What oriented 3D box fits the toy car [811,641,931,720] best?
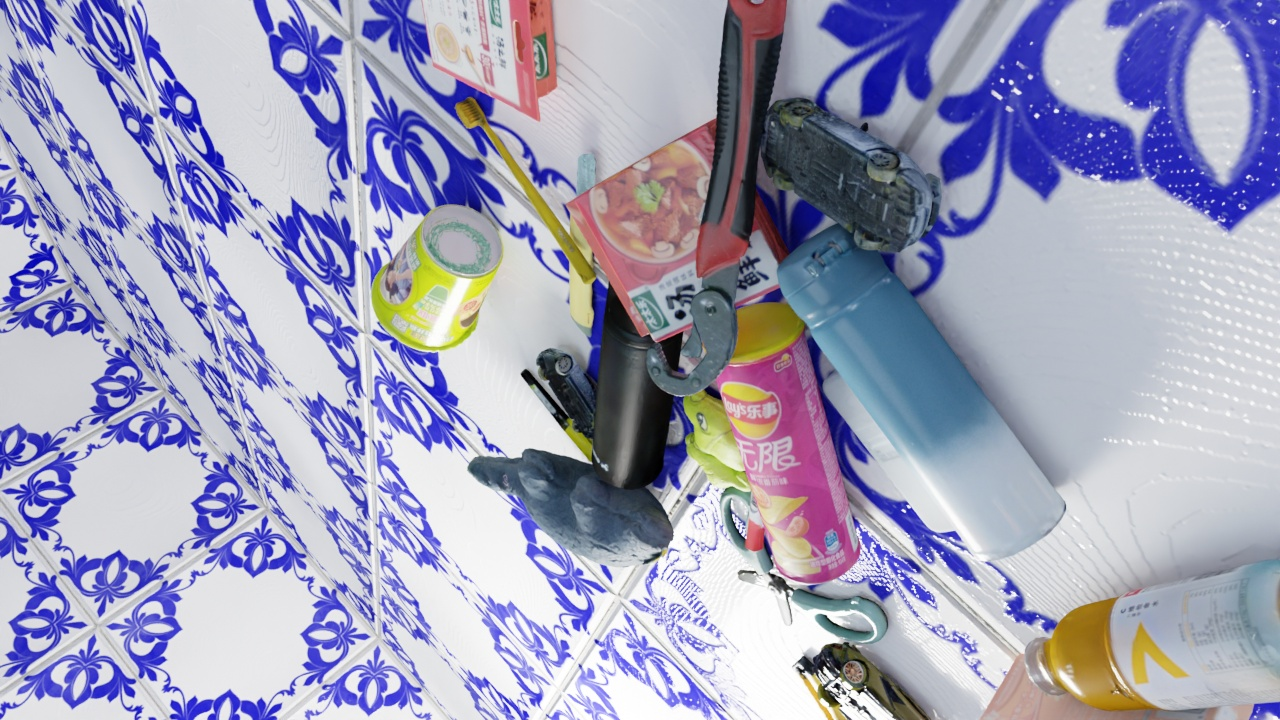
[{"bbox_3d":[0.218,0.314,0.810,0.158,0.042,0.070,43,148,15],"label":"toy car"}]

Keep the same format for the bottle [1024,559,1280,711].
[{"bbox_3d":[0.300,0.164,0.526,0.068,0.067,0.190,49,149,5],"label":"bottle"}]

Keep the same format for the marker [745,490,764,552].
[{"bbox_3d":[0.099,0.100,0.751,0.017,0.017,0.145,28,133,34],"label":"marker"}]

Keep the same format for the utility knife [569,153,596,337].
[{"bbox_3d":[-0.049,-0.092,0.766,0.031,0.021,0.205,34,150,21],"label":"utility knife"}]

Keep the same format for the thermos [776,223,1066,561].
[{"bbox_3d":[0.166,0.016,0.557,0.220,0.070,0.070,53,149,-1],"label":"thermos"}]

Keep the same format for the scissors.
[{"bbox_3d":[0.133,0.181,0.808,0.172,0.019,0.170,3,125,52],"label":"scissors"}]

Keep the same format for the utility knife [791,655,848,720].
[{"bbox_3d":[0.209,0.380,0.913,0.216,0.015,0.033,58,151,-10],"label":"utility knife"}]

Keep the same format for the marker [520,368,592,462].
[{"bbox_3d":[-0.086,0.056,0.970,0.124,0.015,0.018,49,147,10],"label":"marker"}]

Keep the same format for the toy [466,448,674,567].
[{"bbox_3d":[-0.055,0.150,0.932,0.138,0.091,0.357,35,164,-37],"label":"toy"}]

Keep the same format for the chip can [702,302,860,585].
[{"bbox_3d":[0.107,0.065,0.673,0.071,0.071,0.211,13,132,46],"label":"chip can"}]

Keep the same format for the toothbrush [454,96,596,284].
[{"bbox_3d":[-0.096,-0.141,0.762,0.190,0.016,0.016,55,153,6],"label":"toothbrush"}]

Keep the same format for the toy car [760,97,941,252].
[{"bbox_3d":[0.116,-0.108,0.522,0.120,0.036,0.054,42,149,35],"label":"toy car"}]

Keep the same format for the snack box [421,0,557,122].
[{"bbox_3d":[-0.103,-0.249,0.653,0.127,0.044,0.113,34,144,30],"label":"snack box"}]

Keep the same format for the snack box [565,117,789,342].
[{"bbox_3d":[0.020,-0.079,0.610,0.127,0.044,0.113,-24,104,25],"label":"snack box"}]

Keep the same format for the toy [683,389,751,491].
[{"bbox_3d":[0.067,0.068,0.768,0.096,0.031,0.100,49,153,6],"label":"toy"}]

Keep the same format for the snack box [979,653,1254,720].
[{"bbox_3d":[0.294,0.230,0.585,0.026,0.084,0.158,53,149,-7],"label":"snack box"}]

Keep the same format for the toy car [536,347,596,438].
[{"bbox_3d":[-0.062,0.031,0.895,0.049,0.031,0.105,-16,110,56],"label":"toy car"}]

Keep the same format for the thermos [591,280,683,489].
[{"bbox_3d":[-0.005,0.005,0.775,0.243,0.068,0.090,97,158,-47],"label":"thermos"}]

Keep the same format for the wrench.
[{"bbox_3d":[0.050,-0.097,0.556,0.056,0.016,0.274,18,118,15],"label":"wrench"}]

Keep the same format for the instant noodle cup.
[{"bbox_3d":[-0.189,-0.084,0.882,0.111,0.111,0.124,51,141,2],"label":"instant noodle cup"}]

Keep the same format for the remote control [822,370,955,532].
[{"bbox_3d":[0.180,0.057,0.619,0.136,0.020,0.056,52,150,-1],"label":"remote control"}]
